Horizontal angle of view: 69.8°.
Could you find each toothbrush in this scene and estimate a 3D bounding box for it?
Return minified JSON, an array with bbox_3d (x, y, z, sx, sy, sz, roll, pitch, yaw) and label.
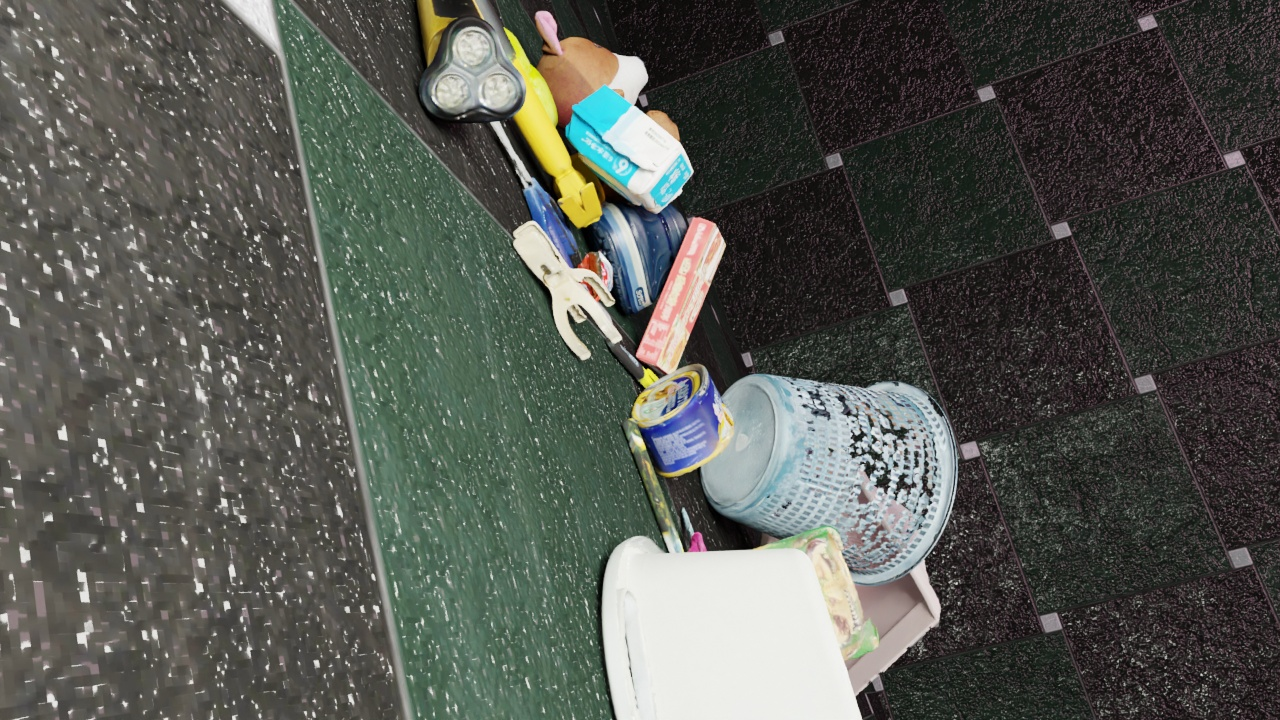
[{"bbox_3d":[0.021,0.129,0.675,0.017,0.012,0.185,11,56,-66],"label":"toothbrush"}]

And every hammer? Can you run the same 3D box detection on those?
[{"bbox_3d":[-0.108,-0.230,0.708,0.301,0.033,0.128,60,1,-30],"label":"hammer"}]

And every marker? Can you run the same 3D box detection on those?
[{"bbox_3d":[-0.005,0.005,0.822,0.018,0.015,0.124,68,10,27],"label":"marker"}]

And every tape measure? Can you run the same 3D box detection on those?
[{"bbox_3d":[-0.058,-0.171,0.892,0.057,0.029,0.060,63,-8,-7],"label":"tape measure"}]

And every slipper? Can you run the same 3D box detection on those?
[{"bbox_3d":[0.008,-0.113,0.951,0.105,0.095,0.252,64,6,-2],"label":"slipper"}]

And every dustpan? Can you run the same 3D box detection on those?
[{"bbox_3d":[0.211,0.242,1.055,0.139,0.223,0.272,32,28,-2],"label":"dustpan"},{"bbox_3d":[0.042,0.220,0.537,0.258,0.142,0.222,98,-15,-48],"label":"dustpan"}]

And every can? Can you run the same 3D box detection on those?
[{"bbox_3d":[0.034,0.047,0.760,0.049,0.075,0.148,62,9,-9],"label":"can"}]

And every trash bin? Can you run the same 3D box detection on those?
[{"bbox_3d":[0.179,0.109,0.967,0.195,0.227,0.226,16,37,-26],"label":"trash bin"}]

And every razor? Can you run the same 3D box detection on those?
[{"bbox_3d":[-0.116,-0.208,0.573,0.068,0.062,0.167,101,-24,-45],"label":"razor"}]

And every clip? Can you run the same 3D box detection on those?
[{"bbox_3d":[-0.051,-0.054,0.641,0.102,0.035,0.094,58,15,-11],"label":"clip"}]

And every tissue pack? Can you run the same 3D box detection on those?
[{"bbox_3d":[-0.010,-0.181,0.809,0.090,0.063,0.140,40,6,7],"label":"tissue pack"}]

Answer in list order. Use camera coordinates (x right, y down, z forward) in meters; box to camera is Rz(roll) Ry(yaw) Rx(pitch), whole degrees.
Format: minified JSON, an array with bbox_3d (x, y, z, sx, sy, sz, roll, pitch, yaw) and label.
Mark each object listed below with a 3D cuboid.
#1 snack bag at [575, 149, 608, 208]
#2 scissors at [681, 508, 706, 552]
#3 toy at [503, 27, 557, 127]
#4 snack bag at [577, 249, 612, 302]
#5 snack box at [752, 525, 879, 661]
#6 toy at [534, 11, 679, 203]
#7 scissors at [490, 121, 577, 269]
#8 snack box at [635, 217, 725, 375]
[{"bbox_3d":[-0.049,-0.206,1.052,0.048,0.026,0.104,59,1,41],"label":"snack bag"},{"bbox_3d":[0.042,0.145,0.731,0.133,0.017,0.054,-106,-172,-77],"label":"scissors"},{"bbox_3d":[-0.102,-0.247,0.820,0.100,0.031,0.096,50,17,-61],"label":"toy"},{"bbox_3d":[-0.037,-0.070,0.771,0.105,0.026,0.045,-69,151,-81],"label":"snack bag"},{"bbox_3d":[0.152,0.232,0.878,0.105,0.117,0.118,54,18,-72],"label":"snack box"},{"bbox_3d":[-0.036,-0.262,0.948,0.199,0.130,0.140,49,-12,16],"label":"toy"},{"bbox_3d":[-0.085,-0.136,0.704,0.155,0.012,0.166,19,49,-77],"label":"scissors"},{"bbox_3d":[0.043,-0.062,0.926,0.153,0.025,0.075,-68,163,-4],"label":"snack box"}]
